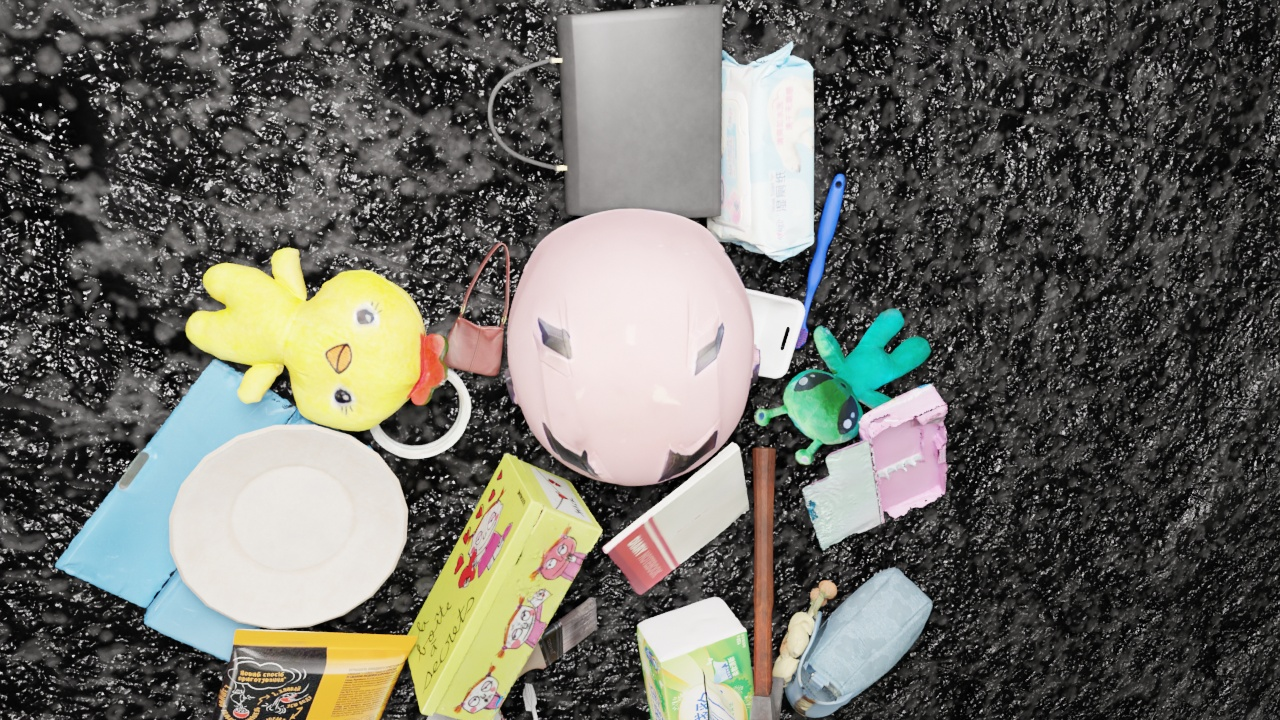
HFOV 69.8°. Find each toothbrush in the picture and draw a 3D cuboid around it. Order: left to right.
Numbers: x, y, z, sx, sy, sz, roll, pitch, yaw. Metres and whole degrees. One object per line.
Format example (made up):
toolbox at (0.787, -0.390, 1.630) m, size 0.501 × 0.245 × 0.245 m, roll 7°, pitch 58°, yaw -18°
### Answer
toothbrush at (-0.098, 0.376, 0.890) m, size 0.010 × 0.181 × 0.010 m, roll 11°, pitch 105°, yaw -18°
toothbrush at (0.181, -0.099, 0.935) m, size 0.016 × 0.018 × 0.183 m, roll 13°, pitch 103°, yaw 5°

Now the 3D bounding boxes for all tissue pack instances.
tissue pack at (0.076, 0.378, 0.978) m, size 0.120 × 0.141 × 0.198 m, roll -21°, pitch 113°, yaw -14°
tissue pack at (0.103, -0.188, 0.825) m, size 0.070 × 0.112 × 0.182 m, roll -12°, pitch 110°, yaw -18°

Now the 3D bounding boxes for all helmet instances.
helmet at (-0.005, 0.005, 0.794) m, size 0.230 × 0.152 × 0.256 m, roll 2°, pitch 111°, yaw -4°

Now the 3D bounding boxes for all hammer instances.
hammer at (0.128, 0.241, 0.954) m, size 0.028 × 0.111 × 0.300 m, roll -1°, pitch 82°, yaw 17°

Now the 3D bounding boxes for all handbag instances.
handbag at (-0.141, -0.048, 0.828) m, size 0.055 × 0.029 × 0.119 m, roll 13°, pitch 96°, yaw -22°
handbag at (-0.033, -0.212, 0.795) m, size 0.195 × 0.072 × 0.176 m, roll -6°, pitch 109°, yaw -15°
handbag at (0.230, 0.311, 1.037) m, size 0.191 × 0.118 × 0.122 m, roll -39°, pitch 156°, yaw -16°

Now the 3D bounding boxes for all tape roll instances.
tape roll at (-0.202, 0.044, 0.838) m, size 0.093 × 0.013 × 0.093 m, roll -6°, pitch 109°, yaw -20°

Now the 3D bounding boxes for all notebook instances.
notebook at (0.042, 0.162, 0.898) m, size 0.153 × 0.012 × 0.209 m, roll -37°, pitch 155°, yaw -8°

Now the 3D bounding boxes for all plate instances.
plate at (-0.298, 0.140, 0.786) m, size 0.188 × 0.027 × 0.189 m, roll -6°, pitch 108°, yaw -18°

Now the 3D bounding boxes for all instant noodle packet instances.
instant noodle packet at (-0.319, 0.337, 0.856) m, size 0.159 × 0.032 × 0.221 m, roll 13°, pitch 114°, yaw -31°

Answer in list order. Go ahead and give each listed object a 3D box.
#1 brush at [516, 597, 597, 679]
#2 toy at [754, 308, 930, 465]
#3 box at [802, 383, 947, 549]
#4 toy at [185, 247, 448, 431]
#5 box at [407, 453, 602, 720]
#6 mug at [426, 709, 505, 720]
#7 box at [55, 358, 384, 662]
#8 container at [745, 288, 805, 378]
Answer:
brush at (-0.101, 0.295, 0.931) m, size 0.150 × 0.012 × 0.039 m, roll -29°, pitch 117°, yaw -34°
toy at (0.217, 0.027, 0.965) m, size 0.193 × 0.072 × 0.130 m, roll -39°, pitch 77°, yaw -9°
box at (0.245, 0.122, 0.967) m, size 0.159 × 0.035 × 0.230 m, roll -27°, pitch 145°, yaw 1°
toy at (-0.263, -0.017, 0.758) m, size 0.207 × 0.092 × 0.134 m, roll 18°, pitch 94°, yaw -15°
box at (-0.135, 0.214, 0.859) m, size 0.081 × 0.124 × 0.221 m, roll 28°, pitch 97°, yaw -25°
mug at (-0.176, 0.399, 0.920) m, size 0.105 × 0.074 × 0.089 m, roll -37°, pitch 119°, yaw -35°
box at (-0.362, 0.135, 0.797) m, size 0.174 × 0.033 × 0.231 m, roll 36°, pitch 92°, yaw -26°
container at (0.088, -0.035, 0.902) m, size 0.129 × 0.049 × 0.081 m, roll 10°, pitch 103°, yaw -23°
